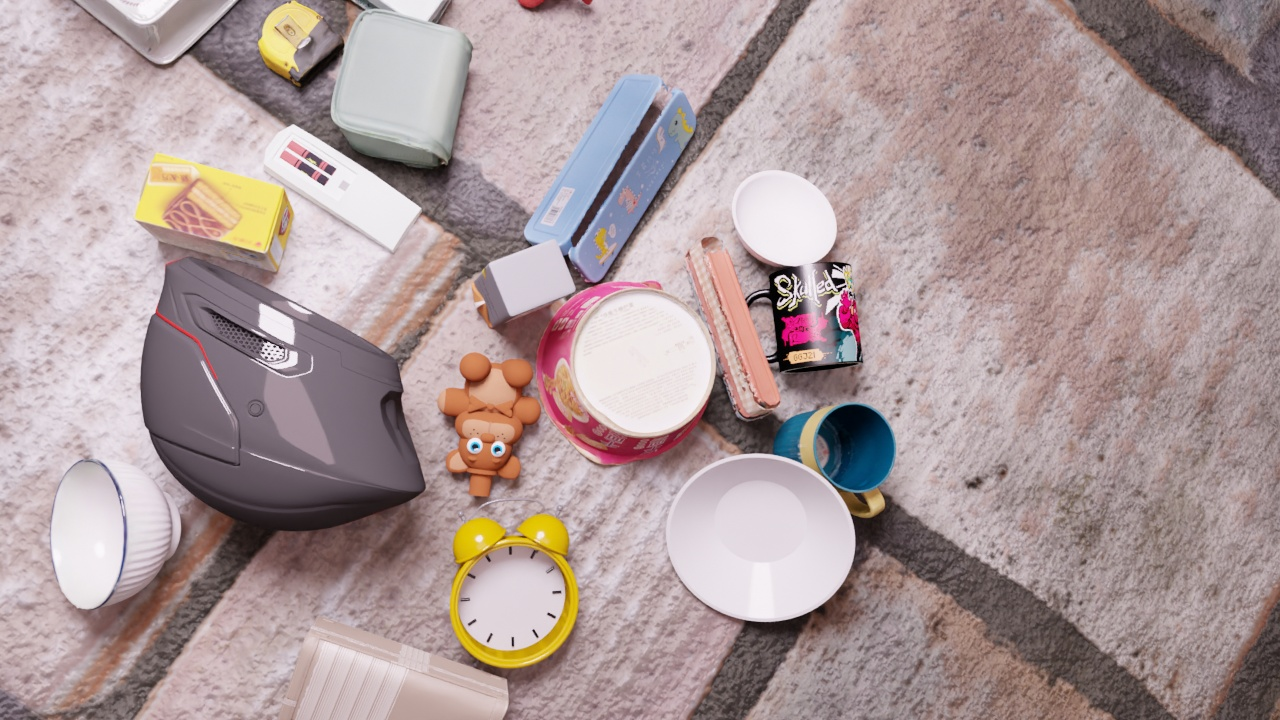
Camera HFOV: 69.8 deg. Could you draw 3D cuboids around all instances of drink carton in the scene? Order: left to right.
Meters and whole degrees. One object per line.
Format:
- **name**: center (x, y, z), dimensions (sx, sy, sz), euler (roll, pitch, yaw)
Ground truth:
- **drink carton**: center (-0.107, -0.067, 0.822), dimensions (0.076, 0.125, 0.048), euler (-23, 94, -16)

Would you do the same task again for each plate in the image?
- **plate**: center (0.113, 0.162, 0.871), dimensions (0.174, 0.036, 0.174), euler (3, 108, 9)

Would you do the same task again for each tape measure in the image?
- **tape measure**: center (-0.318, -0.294, 0.843), dimensions (0.064, 0.037, 0.065), euler (42, 76, -6)

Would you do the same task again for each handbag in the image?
- **handbag**: center (-0.450, -0.377, 0.791), dimensions (0.198, 0.096, 0.141), euler (38, 75, -5)
- **handbag**: center (-0.232, 0.344, 0.782), dimensions (0.175, 0.062, 0.198), euler (22, 88, -10)
- **handbag**: center (-0.217, -0.246, 0.846), dimensions (0.106, 0.067, 0.121), euler (11, 80, -4)

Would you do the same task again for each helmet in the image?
- **helmet**: center (-0.294, 0.046, 0.743), dimensions (0.264, 0.164, 0.170), euler (27, 88, 0)

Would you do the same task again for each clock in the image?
- **clock**: center (-0.115, 0.200, 0.828), dimensions (0.113, 0.052, 0.152), euler (-1, 88, -14)

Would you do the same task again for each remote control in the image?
- **remote control**: center (-0.276, -0.161, 0.844), dimensions (0.143, 0.024, 0.049), euler (33, 77, -8)

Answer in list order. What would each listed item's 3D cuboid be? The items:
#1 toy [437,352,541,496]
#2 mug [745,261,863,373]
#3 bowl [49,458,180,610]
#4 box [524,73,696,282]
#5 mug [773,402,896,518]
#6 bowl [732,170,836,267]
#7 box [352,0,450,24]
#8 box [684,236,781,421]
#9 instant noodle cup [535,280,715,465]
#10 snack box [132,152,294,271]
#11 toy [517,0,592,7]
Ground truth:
- **toy**: center (-0.139, 0.059, 0.833), dimensions (0.095, 0.065, 0.127), euler (8, 87, -11)
- **mug**: center (0.156, -0.039, 0.915), dimensions (0.118, 0.081, 0.098), euler (-7, 84, 13)
- **bowl**: center (-0.418, 0.137, 0.743), dimensions (0.062, 0.118, 0.118), euler (6, 79, -56)
- **box**: center (-0.030, -0.183, 0.906), dimensions (0.074, 0.078, 0.208), euler (23, 75, 34)
- **mug**: center (0.190, 0.100, 0.885), dimensions (0.083, 0.107, 0.113), euler (-29, 91, -18)
- **bowl**: center (0.139, -0.135, 0.931), dimensions (0.110, 0.041, 0.109), euler (5, 66, -12)
- **box**: center (-0.271, -0.384, 0.853), dimensions (0.199, 0.066, 0.083), euler (31, 99, -12)
- **box**: center (0.088, -0.031, 0.903), dimensions (0.058, 0.063, 0.188), euler (-8, 73, -30)
- **instant noodle cup**: center (-0.005, 0.005, 0.864), dimensions (0.178, 0.078, 0.178), euler (2, 83, -14)
- **snack box**: center (-0.362, -0.125, 0.788), dimensions (0.105, 0.084, 0.061), euler (14, 81, -13)
- **toy**: center (-0.095, -0.403, 0.892), dimensions (0.133, 0.088, 0.093), euler (28, 66, -10)
